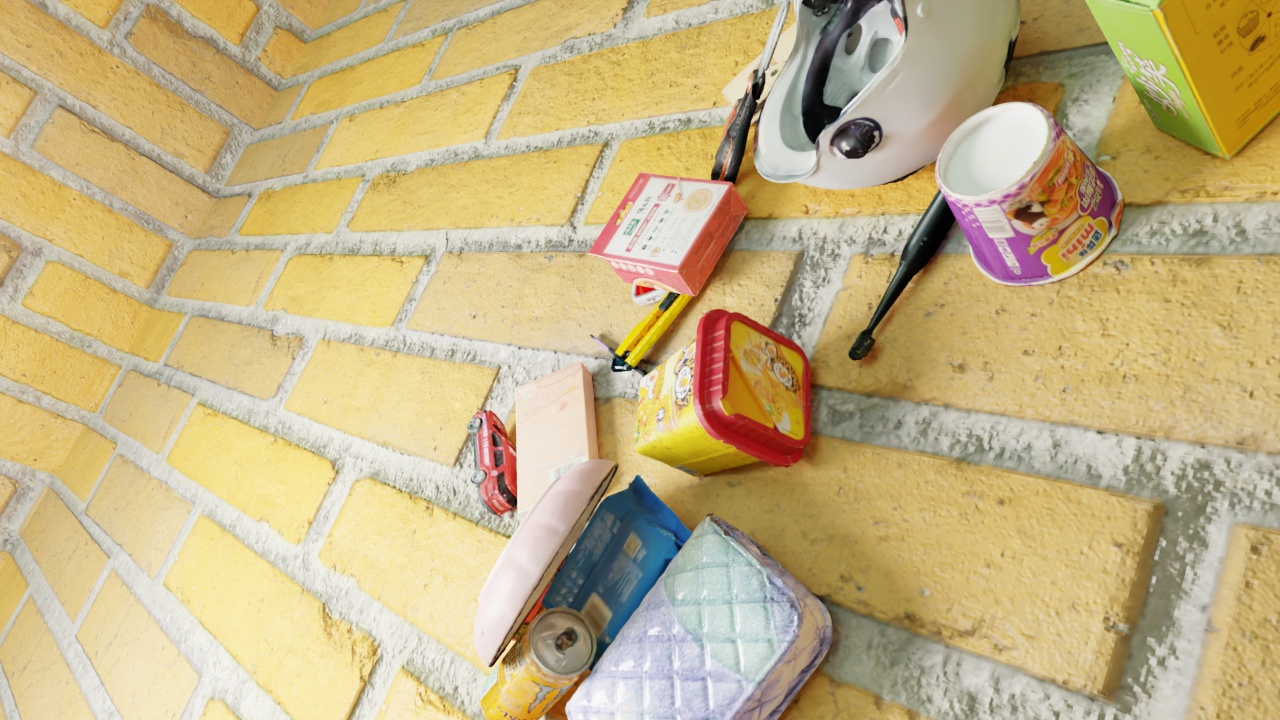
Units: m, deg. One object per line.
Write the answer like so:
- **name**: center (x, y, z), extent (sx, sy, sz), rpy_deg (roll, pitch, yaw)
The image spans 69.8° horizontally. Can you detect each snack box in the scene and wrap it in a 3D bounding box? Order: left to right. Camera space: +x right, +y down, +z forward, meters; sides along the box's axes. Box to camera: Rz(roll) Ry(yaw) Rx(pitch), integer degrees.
- **snack box**: center (-0.086, 0.080, 0.934), extent (0.085, 0.026, 0.157), rpy_deg (-22, 48, 17)
- **snack box**: center (0.027, -0.131, 0.934), extent (0.127, 0.044, 0.113), rpy_deg (17, 69, 42)
- **snack box**: center (0.400, -0.258, 0.572), extent (0.210, 0.157, 0.070), rpy_deg (-47, 37, 12)

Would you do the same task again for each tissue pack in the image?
- **tissue pack**: center (-0.015, 0.183, 0.767), extent (0.095, 0.052, 0.157), rpy_deg (38, 101, 41)

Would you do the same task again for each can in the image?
- **can**: center (-0.086, 0.256, 0.752), extent (0.146, 0.058, 0.058), rpy_deg (123, 152, -46)

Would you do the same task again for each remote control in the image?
- **remote control**: center (0.021, -0.122, 0.985), extent (0.056, 0.020, 0.135), rpy_deg (-18, 52, 39)

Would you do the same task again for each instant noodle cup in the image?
- **instant noodle cup**: center (0.063, 0.037, 0.764), extent (0.124, 0.116, 0.116), rpy_deg (-31, 44, 45)
- **instant noodle cup**: center (0.272, -0.125, 0.661), extent (0.112, 0.099, 0.111), rpy_deg (-27, 45, 30)

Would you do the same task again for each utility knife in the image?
- **utility knife**: center (0.038, -0.068, 0.924), extent (0.206, 0.015, 0.033), rpy_deg (-51, 44, -3)

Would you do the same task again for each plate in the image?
- **plate**: center (-0.084, 0.157, 0.754), extent (0.192, 0.039, 0.192), rpy_deg (-58, -5, -8)

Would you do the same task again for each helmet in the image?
- **helmet**: center (0.213, -0.248, 0.765), extent (0.228, 0.146, 0.259), rpy_deg (-90, 22, -45)

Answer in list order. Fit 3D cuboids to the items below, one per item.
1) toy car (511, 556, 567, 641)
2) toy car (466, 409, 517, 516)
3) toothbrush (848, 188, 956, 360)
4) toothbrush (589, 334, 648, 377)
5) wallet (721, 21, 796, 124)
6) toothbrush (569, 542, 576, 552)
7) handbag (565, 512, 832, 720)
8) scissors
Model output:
- **toy car**: center (-0.107, 0.212, 0.870), extent (0.106, 0.031, 0.049), rpy_deg (-55, 39, 6)
- **toy car**: center (-0.154, 0.106, 0.981), extent (0.045, 0.053, 0.120), rpy_deg (-21, 53, 7)
- **toothbrush**: center (0.227, -0.091, 0.741), extent (0.212, 0.026, 0.027), rpy_deg (-58, 18, -3)
- **toothbrush**: center (-0.006, 0.005, 0.928), extent (0.016, 0.014, 0.189), rpy_deg (-49, 38, -3)
- **wallet**: center (0.143, -0.308, 0.987), extent (0.115, 0.024, 0.087), rpy_deg (-38, 43, 19)
- **toothbrush**: center (0.002, 0.169, 0.802), extent (0.181, 0.018, 0.015), rpy_deg (-7, 51, 42)
- **handbag**: center (0.040, 0.224, 0.672), extent (0.194, 0.075, 0.134), rpy_deg (-52, 45, 2)
- **scissors**: center (0.106, -0.268, 0.896), extent (0.162, 0.021, 0.234), rpy_deg (-87, 11, -58)
